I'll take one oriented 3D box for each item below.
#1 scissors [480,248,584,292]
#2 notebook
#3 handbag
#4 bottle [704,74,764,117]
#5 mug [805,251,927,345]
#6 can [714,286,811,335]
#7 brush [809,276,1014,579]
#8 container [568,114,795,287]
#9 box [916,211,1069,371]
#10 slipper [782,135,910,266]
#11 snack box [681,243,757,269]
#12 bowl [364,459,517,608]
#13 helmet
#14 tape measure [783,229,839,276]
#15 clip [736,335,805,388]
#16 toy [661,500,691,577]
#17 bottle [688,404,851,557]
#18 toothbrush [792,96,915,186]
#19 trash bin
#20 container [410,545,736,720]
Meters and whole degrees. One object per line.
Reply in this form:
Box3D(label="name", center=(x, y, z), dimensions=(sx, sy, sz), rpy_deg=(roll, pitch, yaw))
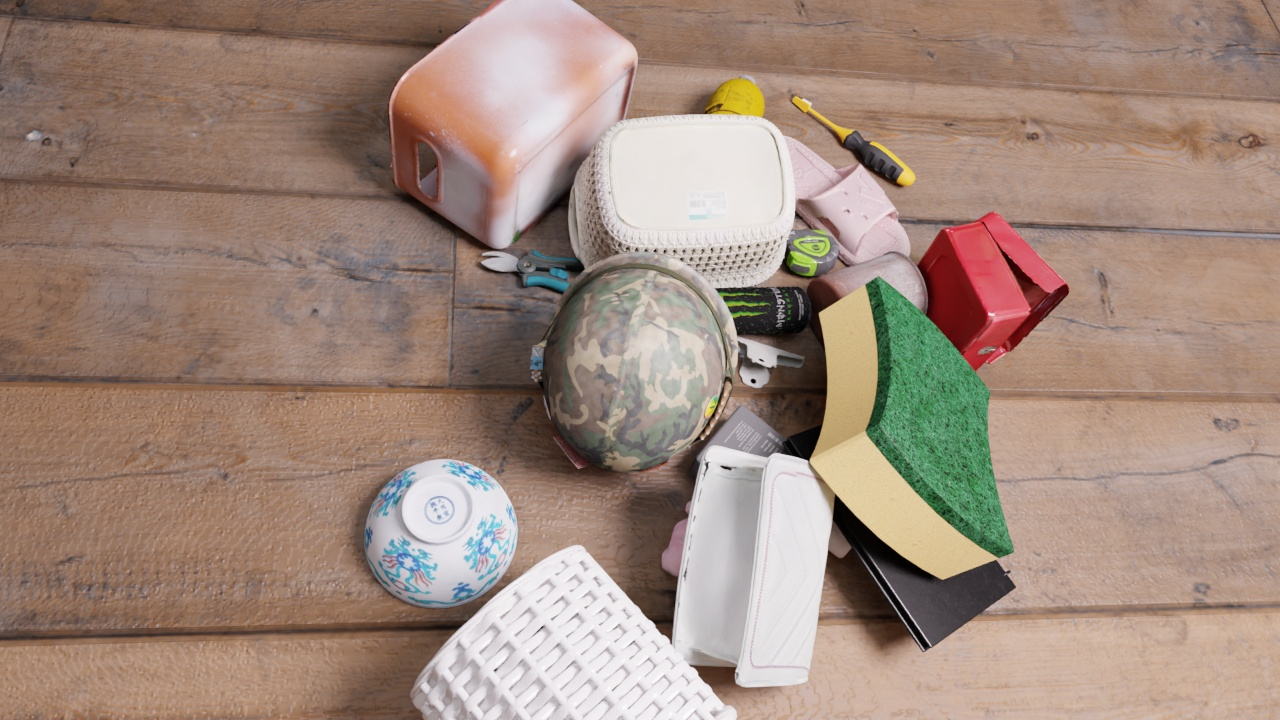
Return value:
Box3D(label="scissors", center=(-0.099, -0.096, 1.031), dimensions=(0.130, 0.019, 0.150), rpy_deg=(-32, 72, -24))
Box3D(label="notebook", center=(0.263, 0.155, 0.921), dimensions=(0.168, 0.019, 0.231), rpy_deg=(-14, 63, -40))
Box3D(label="handbag", center=(0.107, 0.182, 0.824), dimensions=(0.141, 0.096, 0.198), rpy_deg=(21, 75, -47))
Box3D(label="bottle", center=(0.111, -0.293, 1.143), dimensions=(0.071, 0.071, 0.163), rpy_deg=(20, 60, 2))
Box3D(label="mug", center=(0.259, -0.053, 1.024), dimensions=(0.110, 0.096, 0.123), rpy_deg=(-22, 58, -13))
Box3D(label="can", center=(0.120, -0.055, 1.016), dimensions=(0.137, 0.054, 0.054), rpy_deg=(-2, 62, -19))
Box3D(label="brush", center=(0.260, 0.060, 0.887), dimensions=(0.195, 0.075, 0.249), rpy_deg=(41, 37, -21))
Box3D(label="container", center=(0.050, -0.172, 0.996), dimensions=(0.251, 0.143, 0.184), rpy_deg=(-4, 80, -7))
Box3D(label="box", center=(0.359, -0.065, 1.013), dimensions=(0.117, 0.158, 0.135), rpy_deg=(-25, 67, -16))
Box3D(label="slipper", center=(0.240, -0.203, 1.120), dimensions=(0.094, 0.065, 0.239), rpy_deg=(-36, 71, -25))
Box3D(label="snack box", center=(0.066, -0.167, 1.093), dimensions=(0.147, 0.025, 0.080), rpy_deg=(34, 62, 10))
Box3D(label="bowl", center=(-0.185, 0.149, 0.850), dimensions=(0.144, 0.074, 0.143), rpy_deg=(4, 61, -7))
Box3D(label="helmet", center=(-0.005, 0.006, 0.894), dimensions=(0.193, 0.225, 0.235), rpy_deg=(14, 35, 4))
Box3D(label="tape measure", center=(0.201, -0.126, 1.088), dimensions=(0.065, 0.036, 0.058), rpy_deg=(-3, 53, -7))
Box3D(label="clip", center=(0.130, 0.002, 1.017), dimensions=(0.101, 0.040, 0.054), rpy_deg=(17, 40, 1))
Box3D(label="toy", center=(0.072, 0.165, 0.891), dimensions=(0.099, 0.053, 0.096), rpy_deg=(5, 91, -7))
Box3D(label="bottle", center=(0.143, 0.132, 0.930), dimensions=(0.174, 0.046, 0.083), rpy_deg=(38, 62, 11))
Box3D(label="toothbrush", center=(0.275, -0.287, 1.193), dimensions=(0.197, 0.031, 0.030), rpy_deg=(41, 49, 17))
Box3D(label="trash bin", center=(-0.136, -0.271, 1.030), dimensions=(0.157, 0.182, 0.259), rpy_deg=(36, 61, 9))
Box3D(label="container", center=(-0.053, 0.279, 0.735), dimensions=(0.189, 0.190, 0.187), rpy_deg=(-37, 72, -25))
